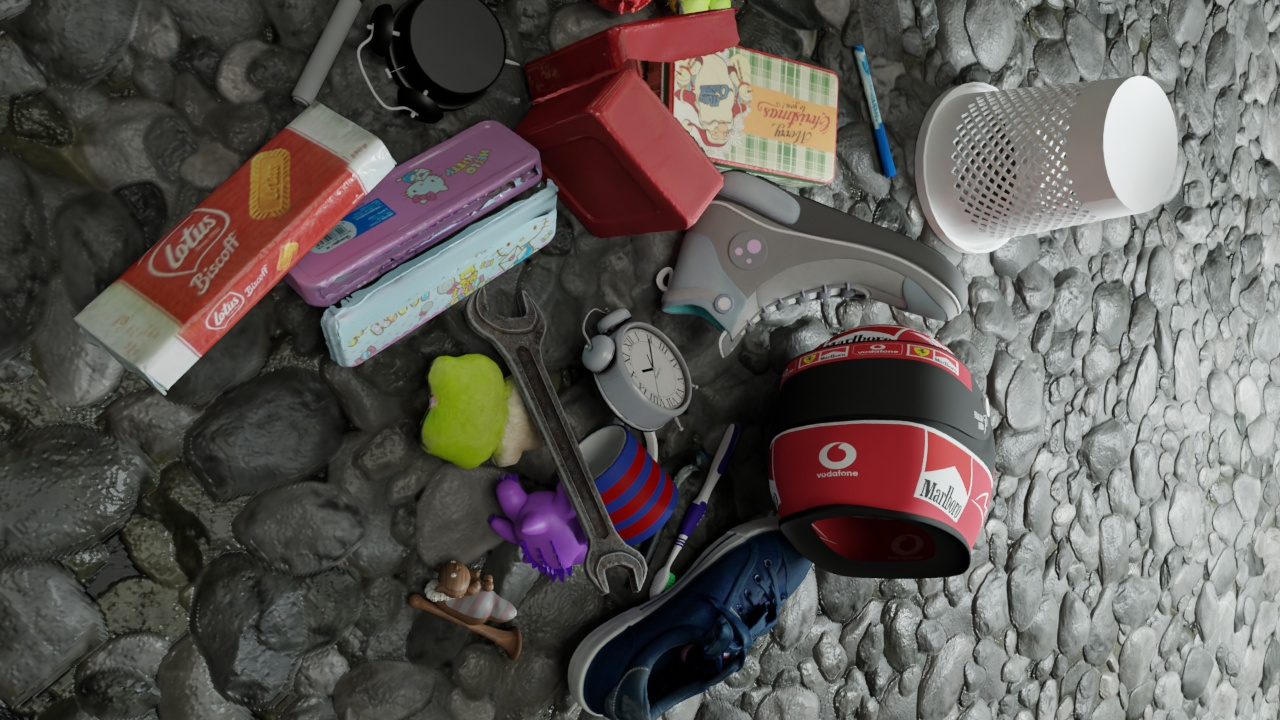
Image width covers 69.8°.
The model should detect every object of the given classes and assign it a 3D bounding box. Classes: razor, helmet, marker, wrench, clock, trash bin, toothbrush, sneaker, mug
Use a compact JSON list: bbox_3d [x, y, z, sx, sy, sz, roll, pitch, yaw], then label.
[{"bbox_3d":[0.022,0.148,0.856,0.144,0.022,0.043,-61,160,-9],"label":"razor"},{"bbox_3d":[0.224,0.076,0.860,0.271,0.198,0.224,44,46,-51],"label":"helmet"},{"bbox_3d":[0.249,-0.264,0.975,0.013,0.013,0.142,-27,106,-28],"label":"marker"},{"bbox_3d":[-0.066,0.059,0.729,0.069,0.010,0.273,-15,75,-42],"label":"wrench"},{"bbox_3d":[-0.157,-0.234,0.702,0.120,0.043,0.091,-33,110,-27],"label":"clock"},{"bbox_3d":[0.440,-0.218,0.988,0.195,0.200,0.195,-2,94,-32],"label":"trash bin"},{"bbox_3d":[-0.005,0.004,0.793,0.122,0.035,0.094,46,36,-17],"label":"clock"},{"bbox_3d":[0.054,0.144,0.877,0.016,0.015,0.186,37,74,-34],"label":"toothbrush"},{"bbox_3d":[0.149,-0.057,0.826,0.257,0.093,0.160,26,85,9],"label":"sneaker"},{"bbox_3d":[-0.012,0.095,0.805,0.076,0.075,0.111,50,43,-24],"label":"mug"},{"bbox_3d":[0.083,0.235,0.827,0.293,0.127,0.121,-26,116,-36],"label":"sneaker"},{"bbox_3d":[-0.220,-0.250,0.676,0.016,0.016,0.140,28,78,-31],"label":"marker"}]

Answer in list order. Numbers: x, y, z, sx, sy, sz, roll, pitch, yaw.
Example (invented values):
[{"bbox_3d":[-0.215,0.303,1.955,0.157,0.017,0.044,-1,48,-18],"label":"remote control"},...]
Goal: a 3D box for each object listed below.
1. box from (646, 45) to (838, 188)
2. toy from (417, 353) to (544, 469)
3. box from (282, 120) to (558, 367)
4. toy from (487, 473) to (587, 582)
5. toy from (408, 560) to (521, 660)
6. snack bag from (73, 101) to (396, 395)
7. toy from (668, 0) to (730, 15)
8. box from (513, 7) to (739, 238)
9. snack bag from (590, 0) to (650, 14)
[{"bbox_3d":[0.098,-0.231,0.861,0.205,0.050,0.117,4,92,-33],"label":"box"},{"bbox_3d":[-0.122,0.044,0.743,0.117,0.043,0.092,12,81,-37],"label":"toy"},{"bbox_3d":[-0.165,-0.088,0.708,0.213,0.089,0.093,-37,149,-25],"label":"box"},{"bbox_3d":[-0.077,0.141,0.754,0.055,0.106,0.088,-74,153,-46],"label":"toy"},{"bbox_3d":[-0.134,0.199,0.747,0.101,0.041,0.055,31,99,-22],"label":"toy"},{"bbox_3d":[-0.270,-0.083,0.622,0.224,0.077,0.041,-51,158,-21],"label":"snack bag"},{"bbox_3d":[0.054,-0.332,0.819,0.093,0.036,0.094,-40,144,-41],"label":"toy"},{"bbox_3d":[-0.012,-0.179,0.733,0.151,0.157,0.165,-15,103,-29],"label":"box"},{"bbox_3d":[0.002,-0.376,0.776,0.082,0.082,0.176,31,77,-30],"label":"snack bag"}]
